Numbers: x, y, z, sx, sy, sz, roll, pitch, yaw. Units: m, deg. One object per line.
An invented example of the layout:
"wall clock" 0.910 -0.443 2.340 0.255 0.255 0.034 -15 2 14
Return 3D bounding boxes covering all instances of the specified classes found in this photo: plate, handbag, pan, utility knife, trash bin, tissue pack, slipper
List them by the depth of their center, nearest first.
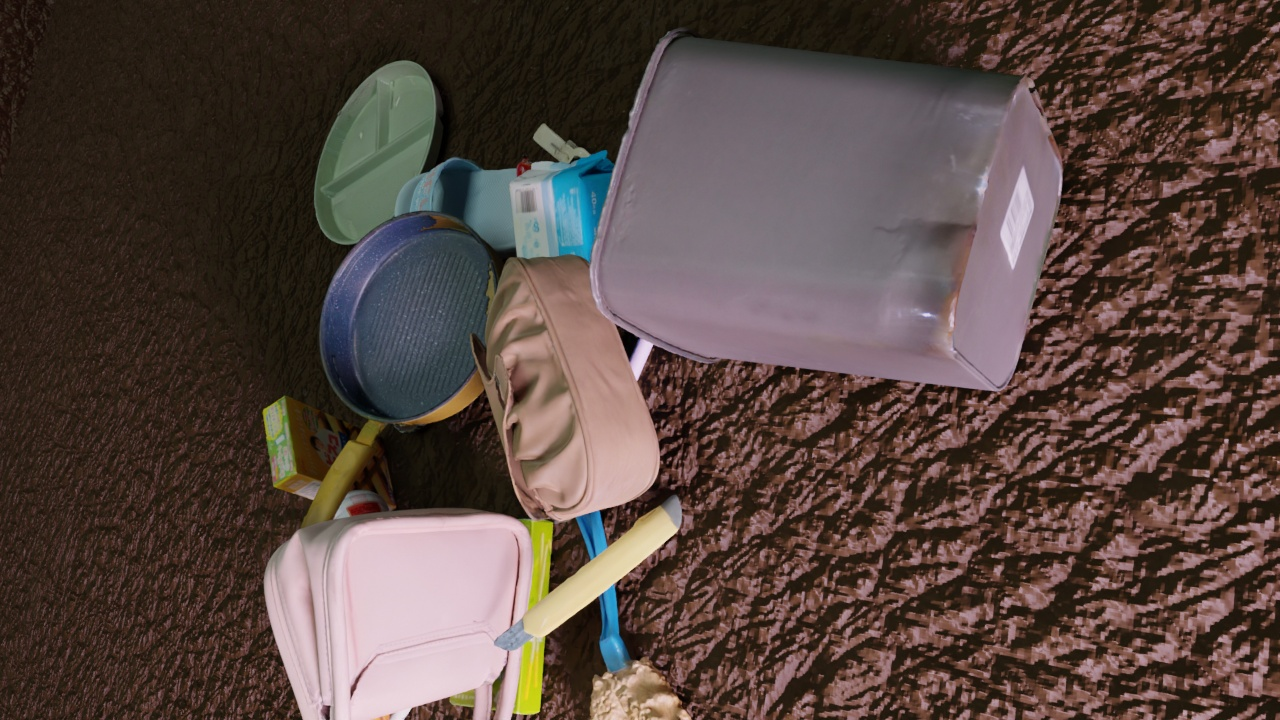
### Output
"trash bin" 0.122 -0.086 0.571 0.220 0.198 0.198 13 85 35
"handbag" -0.169 0.230 0.687 0.094 0.193 0.234 -14 78 38
"utility knife" -0.037 0.163 0.691 0.176 0.019 0.031 -34 48 -10
"handbag" -0.069 0.024 0.703 0.148 0.099 0.204 -56 49 49
"tissue pack" -0.056 -0.103 0.783 0.090 0.063 0.140 2 102 40
"pan" -0.233 0.035 0.817 0.198 0.078 0.357 12 83 27
"slipper" -0.169 -0.149 0.905 0.246 0.074 0.104 5 81 39
"plate" -0.308 -0.242 1.081 0.231 0.027 0.230 -14 68 37

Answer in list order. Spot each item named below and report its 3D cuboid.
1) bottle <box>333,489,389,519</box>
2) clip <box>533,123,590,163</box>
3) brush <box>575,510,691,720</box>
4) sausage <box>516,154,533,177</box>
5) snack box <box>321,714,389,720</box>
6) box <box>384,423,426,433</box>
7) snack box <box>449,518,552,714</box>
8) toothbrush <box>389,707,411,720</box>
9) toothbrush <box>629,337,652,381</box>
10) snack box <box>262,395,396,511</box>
"bottle" -0.230 0.206 0.825 0.068 0.068 0.197 -51 53 16
"clip" -0.064 -0.185 0.836 0.103 0.076 0.034 47 108 27
"brush" -0.022 0.199 0.702 0.083 0.045 0.254 -39 51 29
"sausage" -0.096 -0.106 0.827 0.020 0.020 0.156 6 107 41
"snack box" -0.266 0.280 0.870 0.077 0.027 0.155 -24 54 33
"box" -0.212 -0.001 0.892 0.164 0.076 0.075 -46 54 20
"snack box" -0.118 0.214 0.781 0.086 0.026 0.156 -10 70 38
"toothbrush" -0.207 0.302 0.834 0.190 0.029 0.020 -56 6 13
"toothbrush" -0.005 0.004 0.754 0.021 0.029 0.189 -118 51 -86
"snack box" -0.301 0.097 0.894 0.034 0.140 0.086 -31 57 15
